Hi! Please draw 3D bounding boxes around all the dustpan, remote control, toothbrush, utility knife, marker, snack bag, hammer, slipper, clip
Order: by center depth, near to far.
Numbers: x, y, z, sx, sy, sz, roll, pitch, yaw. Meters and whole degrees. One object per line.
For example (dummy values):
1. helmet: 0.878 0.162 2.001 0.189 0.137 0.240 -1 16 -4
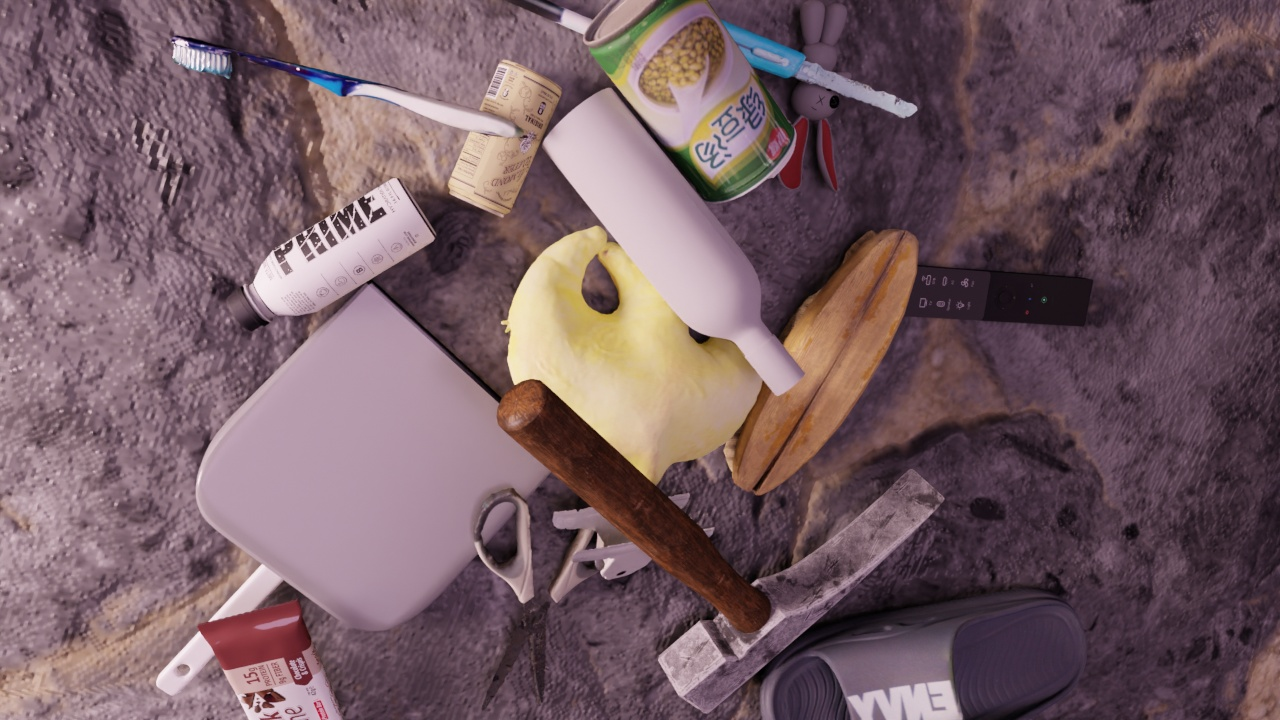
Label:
1. toothbrush: -0.155 -0.142 0.488 0.189 0.016 0.017 13 109 -3
2. marker: -0.007 -0.185 0.539 0.152 0.011 0.011 18 98 -17
3. utility knife: 0.081 -0.180 0.540 0.179 0.015 0.022 17 107 -4
4. hammer: 0.046 0.079 0.541 0.218 0.037 0.300 -41 130 1
5. dustpan: -0.191 0.100 0.549 0.163 0.033 0.257 45 80 -20
6. snack bag: -0.212 0.208 0.554 0.057 0.013 0.158 -11 123 -9
7. clip: -0.007 0.116 0.587 0.102 0.058 0.052 -3 84 -29
8. remote control: 0.246 -0.045 0.636 0.150 0.013 0.034 2 102 -15
9. slipper: 0.218 0.232 0.647 0.267 0.083 0.110 -9 90 -16

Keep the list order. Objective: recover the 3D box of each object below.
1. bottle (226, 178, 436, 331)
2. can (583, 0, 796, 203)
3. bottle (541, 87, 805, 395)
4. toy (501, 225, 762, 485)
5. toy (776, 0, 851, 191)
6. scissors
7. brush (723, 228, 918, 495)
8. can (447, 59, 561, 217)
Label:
1. bottle: -0.173 -0.055 0.509 0.116 0.041 0.041 -32 109 -6
2. can: 0.030 -0.152 0.516 0.067 0.067 0.121 -44 120 -2
3. bottle: 0.025 -0.062 0.526 0.052 0.052 0.195 -39 93 -3
4. toy: -0.003 0.003 0.555 0.170 0.065 0.154 14 81 -21
5. toy: 0.107 -0.161 0.564 0.049 0.030 0.112 -3 104 -26
6. scissors: -0.066 0.146 0.591 0.157 0.012 0.166 -39 121 -10
7. brush: 0.116 -0.001 0.597 0.059 0.043 0.195 30 95 -18
8. can: -0.077 -0.124 0.519 0.038 0.038 0.079 23 96 -18
